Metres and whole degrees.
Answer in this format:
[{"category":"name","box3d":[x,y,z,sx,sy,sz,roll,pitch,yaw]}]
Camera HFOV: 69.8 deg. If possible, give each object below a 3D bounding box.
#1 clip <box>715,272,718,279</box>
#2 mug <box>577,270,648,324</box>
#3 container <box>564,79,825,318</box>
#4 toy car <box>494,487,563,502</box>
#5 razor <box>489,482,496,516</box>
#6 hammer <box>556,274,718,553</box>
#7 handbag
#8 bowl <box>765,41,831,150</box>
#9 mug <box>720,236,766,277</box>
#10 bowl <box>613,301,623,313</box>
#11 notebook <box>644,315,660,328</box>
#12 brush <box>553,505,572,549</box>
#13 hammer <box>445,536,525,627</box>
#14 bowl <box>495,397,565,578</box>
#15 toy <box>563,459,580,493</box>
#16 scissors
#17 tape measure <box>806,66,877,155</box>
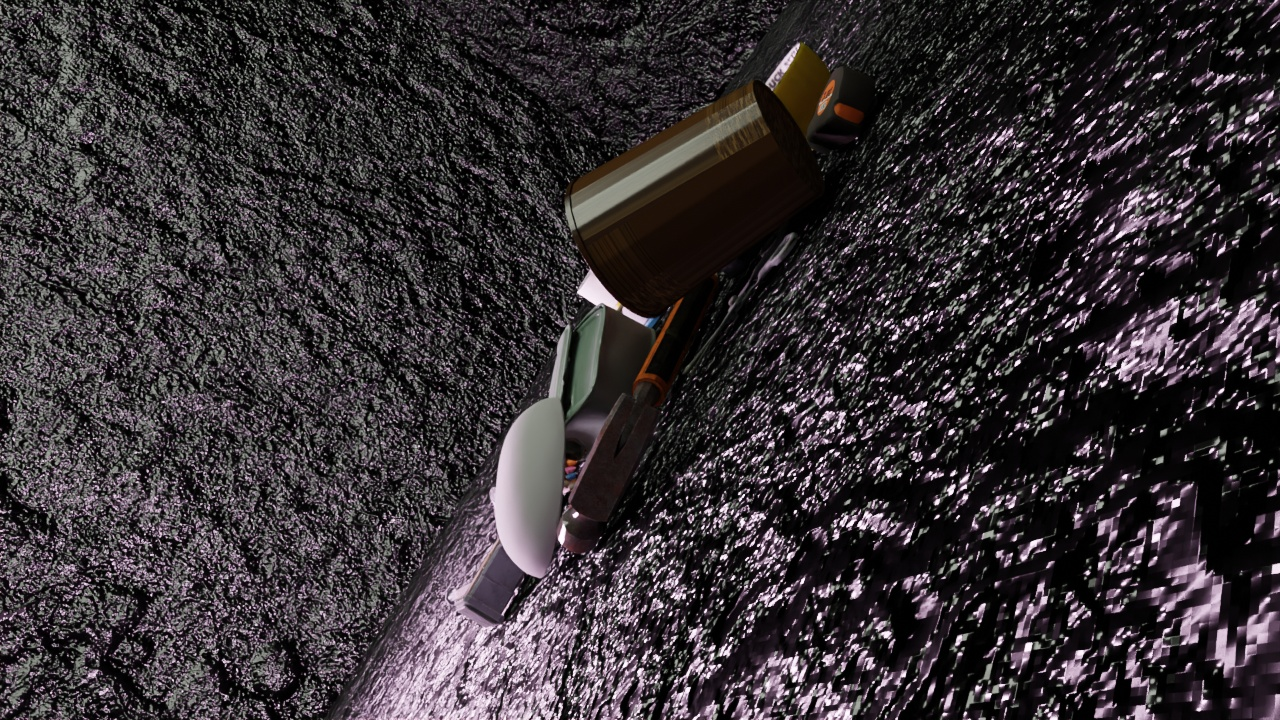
[{"category":"clip","box3d":[0.065,-0.084,0.923,0.042,0.023,0.075,-52,10,20]},{"category":"mug","box3d":[-0.021,-0.090,1.153,0.074,0.090,0.110,-56,9,4]},{"category":"container","box3d":[0.047,-0.130,0.723,0.168,0.132,0.131,-29,20,26]},{"category":"toy car","box3d":[-0.122,0.149,0.975,0.033,0.062,0.092,-59,8,-20]},{"category":"razor","box3d":[-0.140,0.143,1.107,0.053,0.063,0.140,-52,10,27]},{"category":"hammer","box3d":[0.017,0.004,0.752,0.138,0.035,0.313,-65,-2,40]},{"category":"handbag","box3d":[-0.044,0.020,0.852,0.106,0.067,0.121,-38,35,41]},{"category":"bowl","box3d":[0.142,-0.232,0.870,0.117,0.067,0.117,-56,8,11]},{"category":"mug","box3d":[0.077,-0.131,0.820,0.071,0.077,0.105,-60,8,-23]},{"category":"bowl","box3d":[-0.056,0.030,1.072,0.219,0.060,0.188,-56,8,14]},{"category":"notebook","box3d":[0.039,-0.102,1.208,0.254,0.009,0.180,-54,8,20]},{"category":"brush","box3d":[-0.045,0.117,0.817,0.050,0.015,0.135,-51,3,45]},{"category":"hammer","box3d":[-0.180,0.246,1.005,0.098,0.044,0.323,-60,8,-27]},{"category":"bowl","box3d":[-0.096,0.103,0.760,0.150,0.043,0.149,-174,91,-77]},{"category":"toy","box3d":[-0.069,0.100,0.954,0.090,0.070,0.103,-43,28,-19]},{"category":"scissors","box3d":[0.082,-0.055,0.722,0.142,0.014,0.157,-51,7,35]},{"category":"tape measure","box3d":[0.163,-0.199,0.728,0.058,0.038,0.058,170,119,-81]}]
